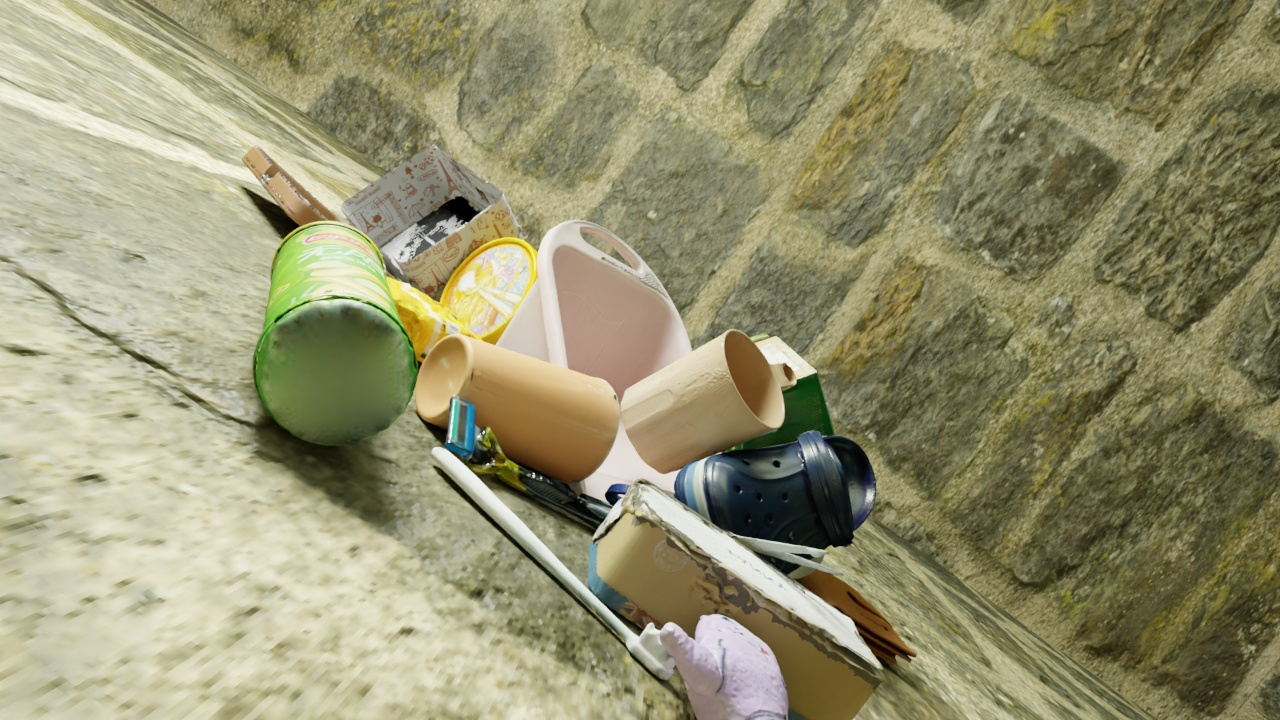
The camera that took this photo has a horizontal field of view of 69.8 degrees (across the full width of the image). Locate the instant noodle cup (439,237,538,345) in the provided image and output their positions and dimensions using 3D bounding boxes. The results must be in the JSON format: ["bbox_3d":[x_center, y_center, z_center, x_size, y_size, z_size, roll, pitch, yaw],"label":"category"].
[{"bbox_3d":[-0.118,-0.042,0.907,0.118,0.118,0.114,39,-2,43],"label":"instant noodle cup"}]

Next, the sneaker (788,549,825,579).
[{"bbox_3d":[0.112,0.144,0.907,0.242,0.089,0.091,-120,-174,-57],"label":"sneaker"}]

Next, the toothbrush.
[{"bbox_3d":[-0.048,0.097,0.472,0.180,0.016,0.016,37,3,25],"label":"toothbrush"}]

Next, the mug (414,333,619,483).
[{"bbox_3d":[-0.084,0.030,0.610,0.122,0.078,0.078,25,10,-41],"label":"mug"}]

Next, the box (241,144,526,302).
[{"bbox_3d":[-0.247,-0.166,0.934,0.180,0.156,0.226,39,-4,44],"label":"box"}]

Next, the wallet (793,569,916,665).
[{"bbox_3d":[0.186,0.227,0.853,0.108,0.031,0.132,33,5,-13],"label":"wallet"}]

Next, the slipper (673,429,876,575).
[{"bbox_3d":[0.130,0.111,0.727,0.252,0.095,0.105,-4,73,-50],"label":"slipper"}]

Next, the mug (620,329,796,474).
[{"bbox_3d":[0.058,0.034,0.742,0.124,0.104,0.084,-5,70,-60],"label":"mug"}]

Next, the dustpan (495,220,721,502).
[{"bbox_3d":[-0.005,0.005,0.785,0.222,0.139,0.273,23,18,-51],"label":"dustpan"}]

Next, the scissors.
[{"bbox_3d":[0.053,0.119,0.595,0.171,0.012,0.141,24,-27,16],"label":"scissors"}]

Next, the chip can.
[{"bbox_3d":[-0.167,-0.024,0.499,0.072,0.072,0.221,34,4,-26],"label":"chip can"}]

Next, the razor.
[{"bbox_3d":[-0.066,0.074,0.567,0.142,0.022,0.042,37,29,-31],"label":"razor"}]

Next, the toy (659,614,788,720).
[{"bbox_3d":[0.043,0.149,0.427,0.084,0.039,0.108,51,7,10],"label":"toy"}]

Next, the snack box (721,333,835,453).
[{"bbox_3d":[0.116,0.048,0.862,0.117,0.118,0.106,-129,-156,-55],"label":"snack box"}]

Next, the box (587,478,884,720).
[{"bbox_3d":[0.057,0.145,0.523,0.184,0.059,0.089,37,4,-4],"label":"box"}]

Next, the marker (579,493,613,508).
[{"bbox_3d":[0.000,0.117,0.668,0.123,0.015,0.018,30,2,-41],"label":"marker"}]

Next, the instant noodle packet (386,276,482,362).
[{"bbox_3d":[-0.179,-0.030,0.707,0.110,0.044,0.128,26,4,-31],"label":"instant noodle packet"}]
